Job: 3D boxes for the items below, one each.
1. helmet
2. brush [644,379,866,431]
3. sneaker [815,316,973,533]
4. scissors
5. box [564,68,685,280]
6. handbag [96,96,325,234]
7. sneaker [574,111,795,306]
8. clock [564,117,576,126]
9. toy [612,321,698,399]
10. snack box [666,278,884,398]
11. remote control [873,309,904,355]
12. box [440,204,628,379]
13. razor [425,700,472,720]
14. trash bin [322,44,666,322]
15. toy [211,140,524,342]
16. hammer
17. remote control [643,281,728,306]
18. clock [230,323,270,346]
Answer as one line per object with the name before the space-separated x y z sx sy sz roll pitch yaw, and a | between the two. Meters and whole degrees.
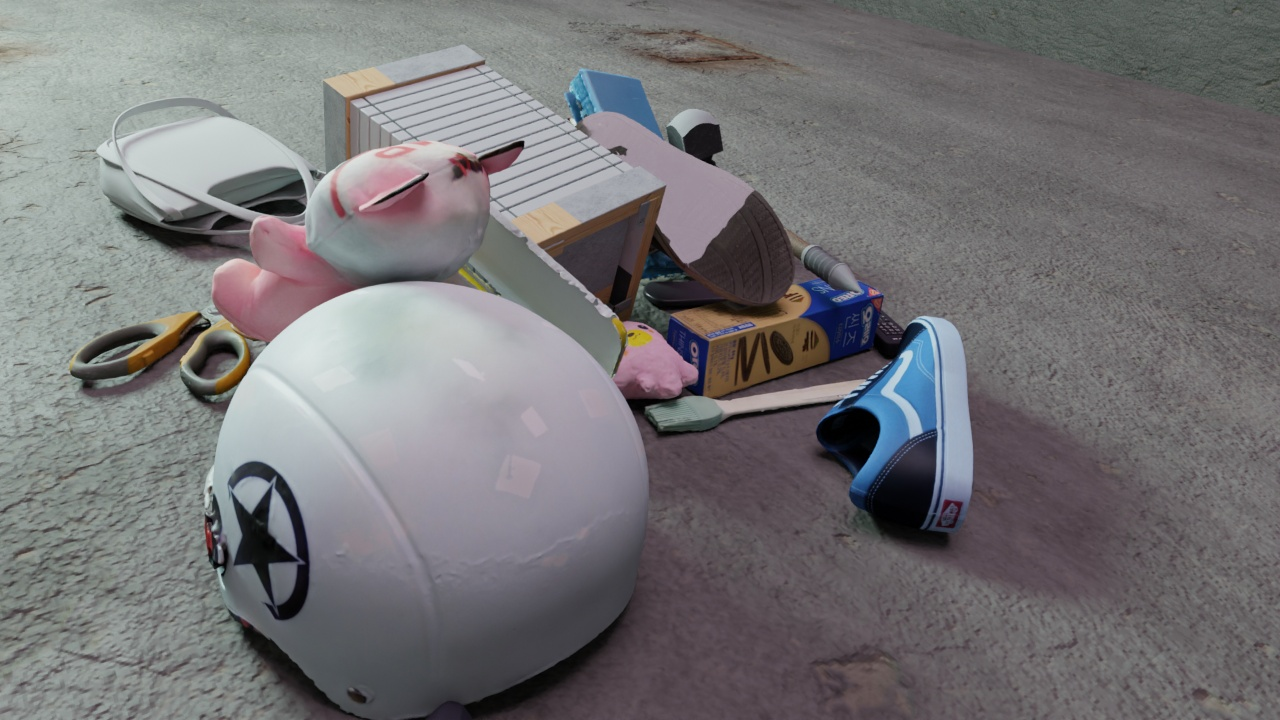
helmet | -0.117 0.042 0.509 0.236 0.164 0.264 -17 42 -36
brush | 0.106 0.033 0.737 0.217 0.012 0.033 -7 32 -25
sneaker | 0.186 0.029 0.690 0.098 0.084 0.240 11 32 7
scissors | -0.343 -0.028 0.751 0.162 0.016 0.225 14 28 12
box | -0.004 -0.193 0.957 0.092 0.049 0.231 -8 71 -45
handbag | -0.417 -0.191 0.950 0.223 0.096 0.215 26 36 21
sneaker | 0.036 -0.114 0.818 0.235 0.120 0.095 33 76 17
clock | -0.074 -0.204 1.006 0.065 0.115 0.154 20 15 22
toy | -0.004 0.004 0.723 0.093 0.050 0.102 19 32 25
snack box | 0.121 -0.025 0.795 0.206 0.056 0.057 -15 33 -32
remote control | 0.220 -0.042 0.887 0.032 0.015 0.136 -2 28 -14
box | -0.103 -0.041 0.655 0.209 0.130 0.038 42 37 19
razor | -0.099 0.198 0.375 0.052 0.047 0.142 29 25 -9
trash bin | -0.129 -0.128 0.767 0.247 0.143 0.142 39 47 22
toy | -0.172 -0.074 0.588 0.214 0.084 0.141 -29 -5 33
hammer | 0.118 -0.131 0.879 0.043 0.156 0.322 -23 35 -12
remote control | 0.063 -0.065 0.903 0.124 0.009 0.046 -2 31 -15
clock | -0.242 -0.028 0.723 0.147 0.056 0.104 -5 25 -22
